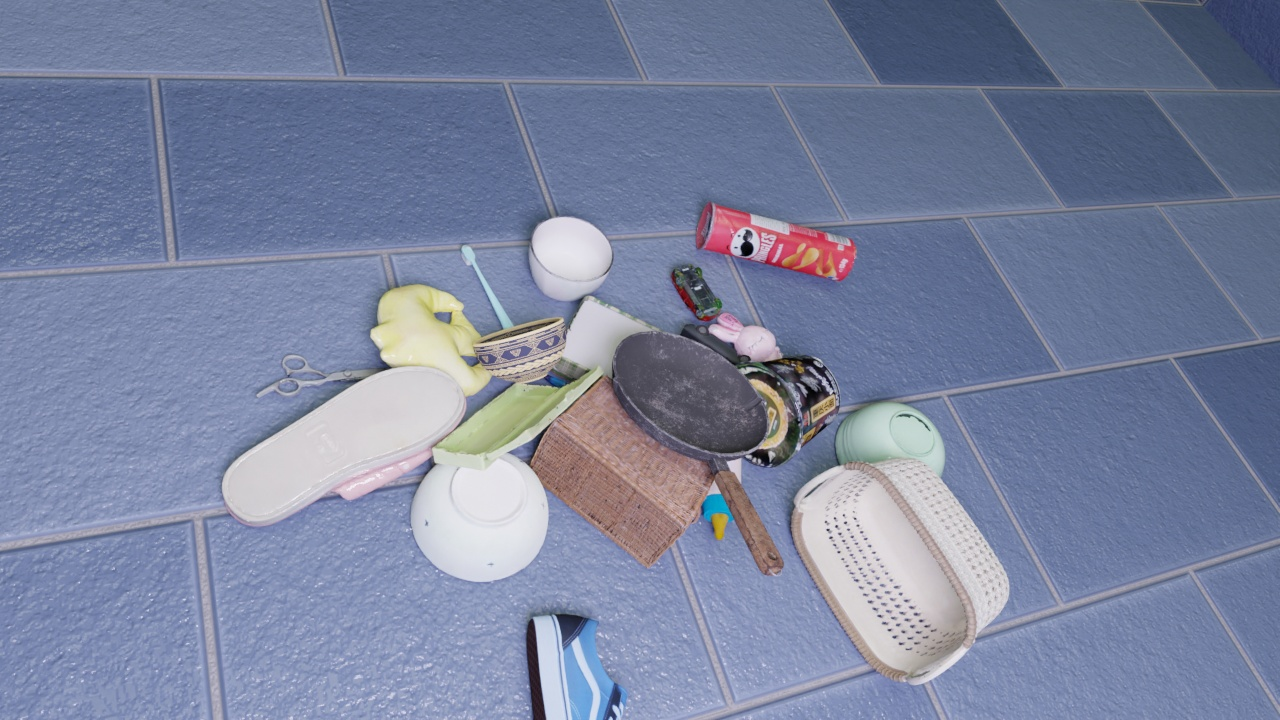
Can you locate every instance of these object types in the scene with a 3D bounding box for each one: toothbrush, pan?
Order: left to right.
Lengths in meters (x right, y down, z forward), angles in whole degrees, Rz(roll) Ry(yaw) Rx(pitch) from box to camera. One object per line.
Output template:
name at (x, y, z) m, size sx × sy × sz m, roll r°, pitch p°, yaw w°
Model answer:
toothbrush at (-0.193, -0.079, 1.202) m, size 0.016 × 0.017 × 0.180 m, roll -18°, pitch 66°, yaw -32°
toothbrush at (-0.093, 0.032, 1.158) m, size 0.189 × 0.017 × 0.016 m, roll 30°, pitch 48°, yaw 3°
pan at (0.076, 0.097, 1.018) m, size 0.207 × 0.040 × 0.356 m, roll 9°, pitch 40°, yaw -29°

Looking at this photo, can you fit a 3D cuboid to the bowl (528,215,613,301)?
bowl at (-0.099, -0.131, 1.240) m, size 0.116 × 0.066 × 0.116 m, roll 10°, pitch 54°, yaw -13°

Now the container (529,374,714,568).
container at (-0.016, 0.124, 1.060) m, size 0.198 × 0.114 × 0.112 m, roll 37°, pitch 48°, yaw 6°

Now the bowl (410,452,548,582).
bowl at (-0.171, 0.158, 1.007) m, size 0.153 × 0.073 × 0.153 m, roll 10°, pitch 52°, yaw -14°

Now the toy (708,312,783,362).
toy at (0.148, -0.027, 1.270) m, size 0.110 × 0.047 × 0.063 m, roll 29°, pitch 43°, yaw 6°

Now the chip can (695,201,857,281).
chip can at (0.204, -0.176, 1.379) m, size 0.233 × 0.073 × 0.073 m, roll 12°, pitch 53°, yaw -13°

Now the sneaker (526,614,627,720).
sneaker at (-0.051, 0.364, 0.900) m, size 0.098 × 0.084 × 0.240 m, roll 3°, pitch 53°, yaw -18°

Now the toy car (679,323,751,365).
toy car at (0.100, -0.007, 1.238) m, size 0.112 × 0.046 × 0.034 m, roll 35°, pitch 51°, yaw 8°

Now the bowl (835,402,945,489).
bowl at (0.344, 0.114, 1.222) m, size 0.151 × 0.077 × 0.150 m, roll 10°, pitch 55°, yaw -14°

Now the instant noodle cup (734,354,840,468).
instant noodle cup at (0.183, 0.056, 1.178) m, size 0.112 × 0.138 × 0.137 m, roll -19°, pitch 64°, yaw -41°

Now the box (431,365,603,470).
box at (-0.131, 0.064, 1.032) m, size 0.044 × 0.141 × 0.187 m, roll 67°, pitch 27°, yaw -13°

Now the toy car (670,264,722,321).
toy car at (0.078, -0.095, 1.297) m, size 0.042 × 0.036 × 0.091 m, roll -21°, pitch 65°, yaw -31°

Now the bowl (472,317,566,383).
bowl at (-0.139, -0.007, 1.103) m, size 0.112 × 0.113 × 0.061 m, roll -21°, pitch 101°, yaw -31°

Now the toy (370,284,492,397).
toy at (-0.257, -0.025, 1.109) m, size 0.154 × 0.065 × 0.170 m, roll -12°, pitch 63°, yaw -49°

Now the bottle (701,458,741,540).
bottle at (0.098, 0.152, 1.121) m, size 0.051 × 0.051 × 0.146 m, roll 13°, pitch 53°, yaw -11°

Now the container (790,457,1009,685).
container at (0.302, 0.232, 1.065) m, size 0.142 × 0.185 × 0.246 m, roll -12°, pitch 62°, yaw -39°

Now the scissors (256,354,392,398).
scissors at (-0.355, 0.025, 1.068) m, size 0.170 × 0.014 × 0.094 m, roll 12°, pitch 44°, yaw -9°

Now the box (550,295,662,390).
box at (-0.007, 0.007, 1.189) m, size 0.205 × 0.050 × 0.117 m, roll 24°, pitch 54°, yaw -2°

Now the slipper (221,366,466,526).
slipper at (-0.319, 0.094, 1.007) m, size 0.273 × 0.055 × 0.114 m, roll -27°, pitch 72°, yaw -21°
